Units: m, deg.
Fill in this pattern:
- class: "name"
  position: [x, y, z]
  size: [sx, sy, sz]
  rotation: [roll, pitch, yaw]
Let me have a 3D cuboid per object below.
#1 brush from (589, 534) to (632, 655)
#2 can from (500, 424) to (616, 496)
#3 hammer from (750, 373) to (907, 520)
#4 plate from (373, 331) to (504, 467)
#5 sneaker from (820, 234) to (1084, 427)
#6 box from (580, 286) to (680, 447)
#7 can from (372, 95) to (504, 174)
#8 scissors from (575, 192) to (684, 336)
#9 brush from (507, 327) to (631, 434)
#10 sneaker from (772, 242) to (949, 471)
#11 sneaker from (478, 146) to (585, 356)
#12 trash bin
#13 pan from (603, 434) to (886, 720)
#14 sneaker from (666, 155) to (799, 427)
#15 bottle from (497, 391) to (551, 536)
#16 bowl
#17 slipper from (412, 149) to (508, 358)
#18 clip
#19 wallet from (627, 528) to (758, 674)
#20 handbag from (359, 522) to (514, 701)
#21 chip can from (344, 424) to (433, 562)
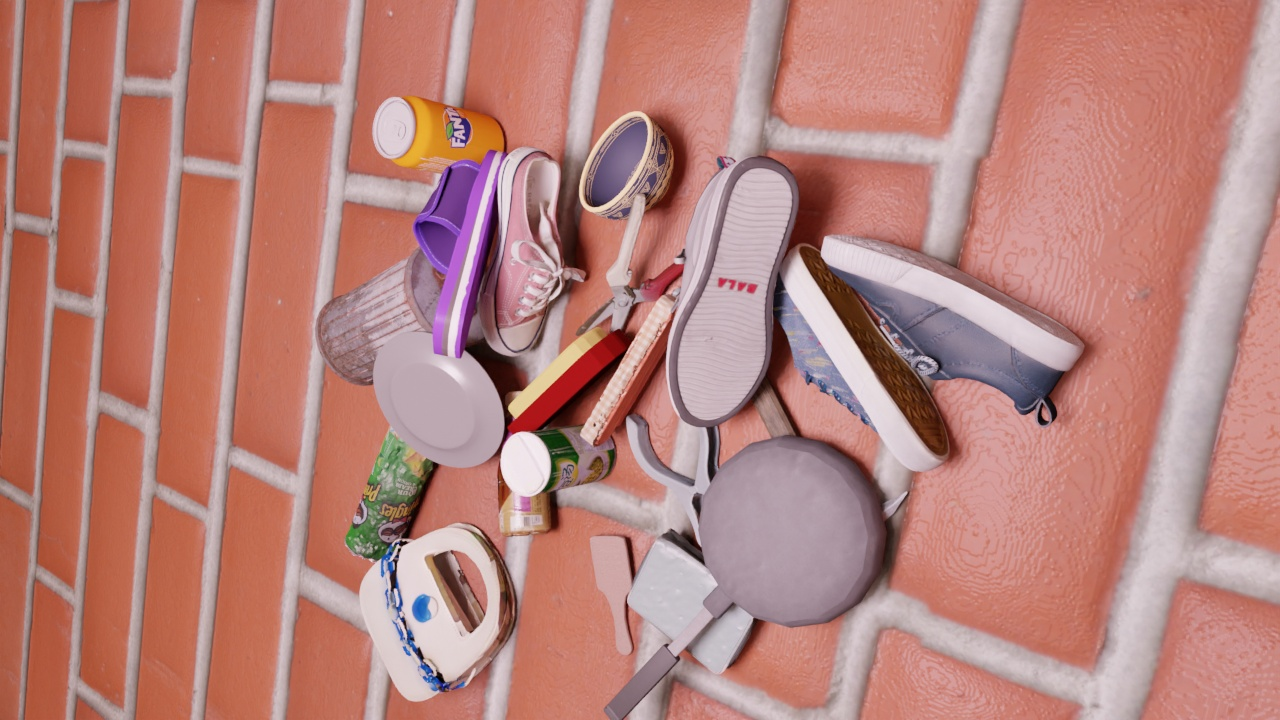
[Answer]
- class: "brush"
  position: [-0.024, 0.259, 1.018]
  size: [0.050, 0.015, 0.135]
  rotation: [-7, 93, 36]
- class: "can"
  position: [-0.087, 0.106, 0.988]
  size: [0.067, 0.120, 0.067]
  rotation: [1, 92, 35]
- class: "hammer"
  position: [0.126, 0.035, 0.894]
  size: [0.147, 0.028, 0.316]
  rotation: [-33, 74, 25]
- class: "plate"
  position: [-0.237, 0.050, 1.059]
  size: [0.178, 0.012, 0.179]
  rotation: [12, 121, 20]
- class: "sneaker"
  position: [0.249, -0.031, 0.773]
  size: [0.235, 0.089, 0.087]
  rotation: [33, 114, 25]
- class: "box"
  position: [-0.004, 0.007, 0.960]
  size: [0.043, 0.083, 0.187]
  rotation: [36, 110, 13]
- class: "can"
  position: [-0.231, -0.257, 1.062]
  size: [0.079, 0.142, 0.079]
  rotation: [1, 92, 35]
- class: "scissors"
  position: [0.001, -0.092, 0.952]
  size: [0.193, 0.179, 0.015]
  rotation: [-15, 40, 9]
- class: "brush"
  position: [-0.082, 0.022, 0.996]
  size: [0.042, 0.082, 0.174]
  rotation: [49, 122, 2]
- class: "sneaker"
  position: [0.181, 0.006, 0.823]
  size: [0.079, 0.087, 0.235]
  rotation: [-45, 64, 33]
- class: "sneaker"
  position: [-0.114, -0.106, 0.999]
  size: [0.088, 0.118, 0.241]
  rotation: [31, 124, 36]
- class: "trash bin"
  position: [-0.282, -0.055, 1.116]
  size: [0.212, 0.130, 0.130]
  rotation: [-20, 80, 35]
- class: "pan"
  position: [0.078, 0.225, 0.869]
  size: [0.178, 0.041, 0.358]
  rotation: [46, 107, 21]
- class: "sneaker"
  position: [0.071, -0.068, 0.866]
  size: [0.128, 0.096, 0.263]
  rotation: [-115, 33, -67]
- class: "bottle"
  position: [-0.137, 0.119, 1.064]
  size: [0.060, 0.059, 0.166]
  rotation: [-12, 76, 35]
- class: "bowl"
  position: [-0.005, -0.192, 0.949]
  size: [0.113, 0.061, 0.112]
  rotation: [-32, 46, 39]
- class: "slipper"
  position: [-0.210, -0.131, 1.001]
  size: [0.107, 0.084, 0.265]
  rotation: [110, 169, -59]
- class: "clip"
  position: [0.068, 0.093, 0.937]
  size: [0.142, 0.029, 0.171]
  rotation: [-46, 68, 29]
- class: "wallet"
  position: [0.058, 0.245, 0.936]
  size: [0.132, 0.054, 0.101]
  rotation: [37, 119, 26]
- class: "handbag"
  position: [-0.248, 0.304, 1.133]
  size: [0.200, 0.092, 0.200]
  rotation: [-44, 68, 20]
- class: "chip can"
  position: [-0.310, 0.151, 1.177]
  size: [0.075, 0.075, 0.224]
  rotation: [36, 111, 29]
